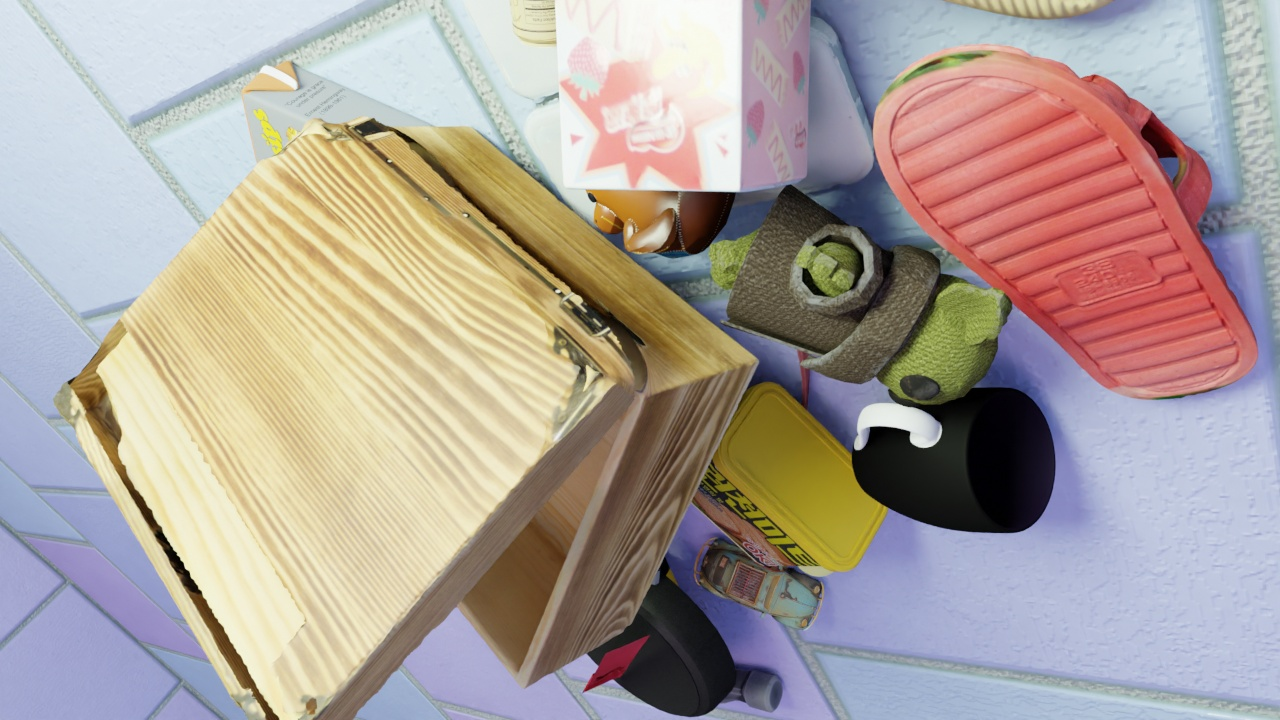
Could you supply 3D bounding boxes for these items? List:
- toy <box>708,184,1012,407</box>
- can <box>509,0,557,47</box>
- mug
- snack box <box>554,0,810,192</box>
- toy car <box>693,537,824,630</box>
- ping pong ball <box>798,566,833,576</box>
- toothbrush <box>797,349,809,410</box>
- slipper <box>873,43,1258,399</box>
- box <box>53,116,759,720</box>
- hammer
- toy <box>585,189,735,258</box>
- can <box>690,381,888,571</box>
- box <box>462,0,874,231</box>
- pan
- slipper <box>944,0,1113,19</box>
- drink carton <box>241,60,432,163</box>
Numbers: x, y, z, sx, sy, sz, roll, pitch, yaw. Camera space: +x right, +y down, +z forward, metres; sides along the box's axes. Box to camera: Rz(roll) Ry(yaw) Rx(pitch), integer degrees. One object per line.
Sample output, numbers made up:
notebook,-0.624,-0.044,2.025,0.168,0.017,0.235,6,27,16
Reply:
toy,0.110,-0.028,0.483,0.153,0.078,0.179,27,174,10
can,-0.049,-0.201,0.456,0.038,0.038,0.080,15,132,22
mug,0.170,0.054,0.552,0.118,0.084,0.100,26,162,-28
snack box,0.021,-0.127,0.421,0.093,0.079,0.095,8,108,30
toy car,0.096,0.188,0.769,0.112,0.047,0.047,19,179,17
ping pong ball,0.138,0.148,0.714,0.040,0.040,0.040,19,139,18
toothbrush,0.109,-0.002,0.603,0.016,0.015,0.185,12,137,21
slipper,0.209,-0.067,0.432,0.248,0.059,0.104,35,143,-26
box,-0.137,0.016,0.508,0.279,0.263,0.270,42,125,30
hammer,0.019,0.222,0.886,0.170,0.033,0.325,2,130,35
toy,0.011,-0.108,0.506,0.090,0.070,0.103,29,122,23
can,0.089,0.086,0.648,0.131,0.072,0.101,43,155,-11
box,0.007,-0.160,0.498,0.209,0.037,0.190,-3,131,36
pan,0.000,0.208,0.819,0.204,0.044,0.356,31,144,22
slipper,0.086,-0.214,0.358,0.261,0.079,0.112,18,145,-9
drink carton,-0.211,-0.152,0.645,0.125,0.048,0.076,25,140,11
